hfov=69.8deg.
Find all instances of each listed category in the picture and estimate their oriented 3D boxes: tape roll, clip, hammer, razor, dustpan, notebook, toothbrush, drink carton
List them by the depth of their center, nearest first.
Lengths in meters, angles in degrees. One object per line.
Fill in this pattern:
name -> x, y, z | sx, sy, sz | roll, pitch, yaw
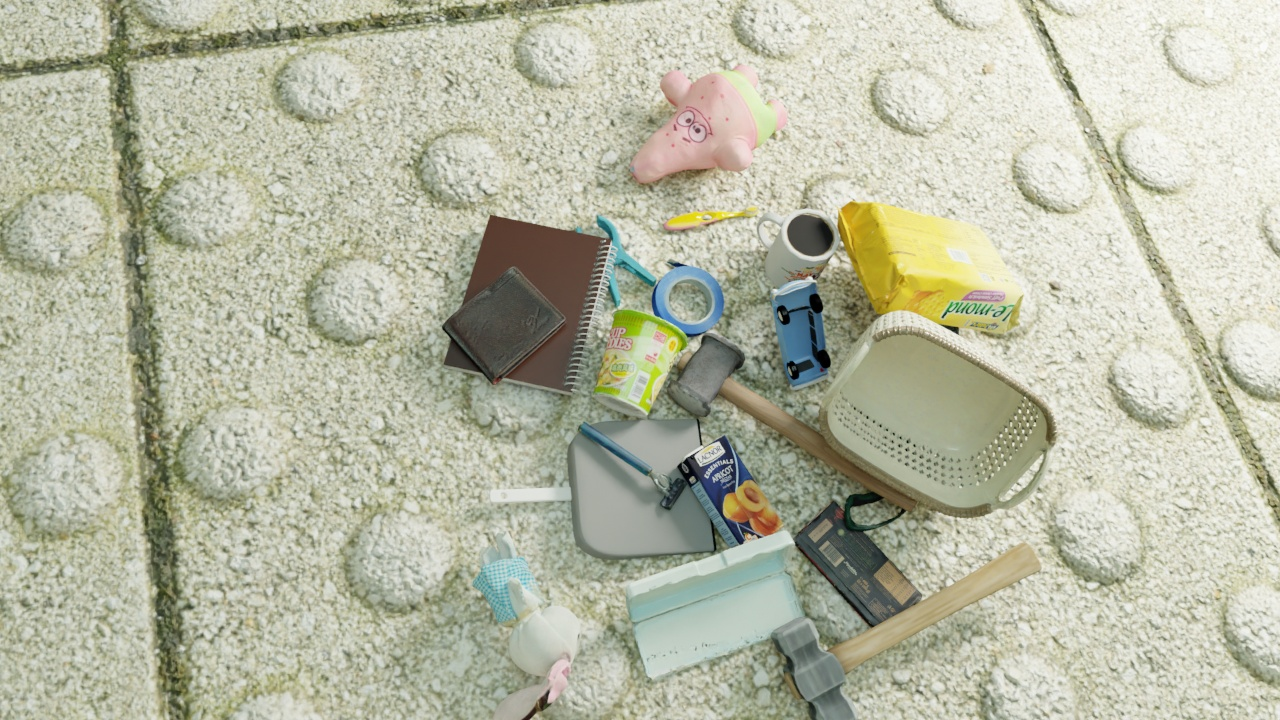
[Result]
hammer -> 0.309, 0.292, 1.033 | 0.322, 0.051, 0.117 | -25, 81, -10
razor -> -0.012, 0.116, 1.073 | 0.144, 0.022, 0.042 | 36, 62, 1
dustpan -> -0.047, 0.152, 1.079 | 0.257, 0.033, 0.163 | 0, 68, -16
drink carton -> 0.105, 0.158, 1.079 | 0.064, 0.040, 0.130 | -28, 78, -25
hammer -> 0.186, 0.085, 1.109 | 0.328, 0.052, 0.097 | 33, 69, 10
notebook -> -0.133, -0.071, 1.146 | 0.171, 0.022, 0.208 | 12, 72, 4
tape roll -> 0.061, -0.076, 1.175 | 0.091, 0.016, 0.092 | 23, 70, -11
clip -> -0.050, -0.125, 1.190 | 0.113, 0.028, 0.126 | -21, 73, -16
toothbrush -> 0.097, -0.193, 1.237 | 0.135, 0.016, 0.021 | -11, 75, -11

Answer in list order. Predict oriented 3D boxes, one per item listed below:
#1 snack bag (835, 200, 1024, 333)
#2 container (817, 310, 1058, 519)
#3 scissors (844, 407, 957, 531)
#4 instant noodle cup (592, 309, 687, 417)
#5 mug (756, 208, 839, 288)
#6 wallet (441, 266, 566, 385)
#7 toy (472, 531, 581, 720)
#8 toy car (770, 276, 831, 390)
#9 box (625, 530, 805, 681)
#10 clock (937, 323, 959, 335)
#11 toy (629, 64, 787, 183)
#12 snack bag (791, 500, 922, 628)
snack bag -> 0.367, -0.121, 1.158 | 0.247, 0.068, 0.159 | 7, 50, -25
container -> 0.336, 0.055, 1.057 | 0.246, 0.185, 0.142 | 31, 27, -1
scissors -> 0.312, 0.116, 1.137 | 0.201, 0.015, 0.204 | -18, 70, -21
instant noodle cup -> -0.007, 0.006, 1.109 | 0.099, 0.099, 0.107 | 21, 75, 2
mug -> 0.196, -0.150, 1.191 | 0.105, 0.090, 0.073 | 36, 69, 8
wallet -> -0.165, -0.044, 1.112 | 0.119, 0.031, 0.099 | -41, 78, -13
toy -> -0.122, 0.283, 0.998 | 0.105, 0.131, 0.205 | 1, 55, -40
toy car -> 0.195, -0.035, 1.127 | 0.056, 0.153, 0.054 | -20, 35, -5
box -> 0.086, 0.271, 1.025 | 0.197, 0.075, 0.125 | -17, 91, -11
clock -> 0.350, -0.027, 1.181 | 0.129, 0.052, 0.090 | -39, 78, -20
toy -> 0.084, -0.316, 1.245 | 0.236, 0.097, 0.192 | -34, 68, -10
snack bag -> 0.256, 0.245, 1.081 | 0.074, 0.018, 0.155 | -38, 78, -19
